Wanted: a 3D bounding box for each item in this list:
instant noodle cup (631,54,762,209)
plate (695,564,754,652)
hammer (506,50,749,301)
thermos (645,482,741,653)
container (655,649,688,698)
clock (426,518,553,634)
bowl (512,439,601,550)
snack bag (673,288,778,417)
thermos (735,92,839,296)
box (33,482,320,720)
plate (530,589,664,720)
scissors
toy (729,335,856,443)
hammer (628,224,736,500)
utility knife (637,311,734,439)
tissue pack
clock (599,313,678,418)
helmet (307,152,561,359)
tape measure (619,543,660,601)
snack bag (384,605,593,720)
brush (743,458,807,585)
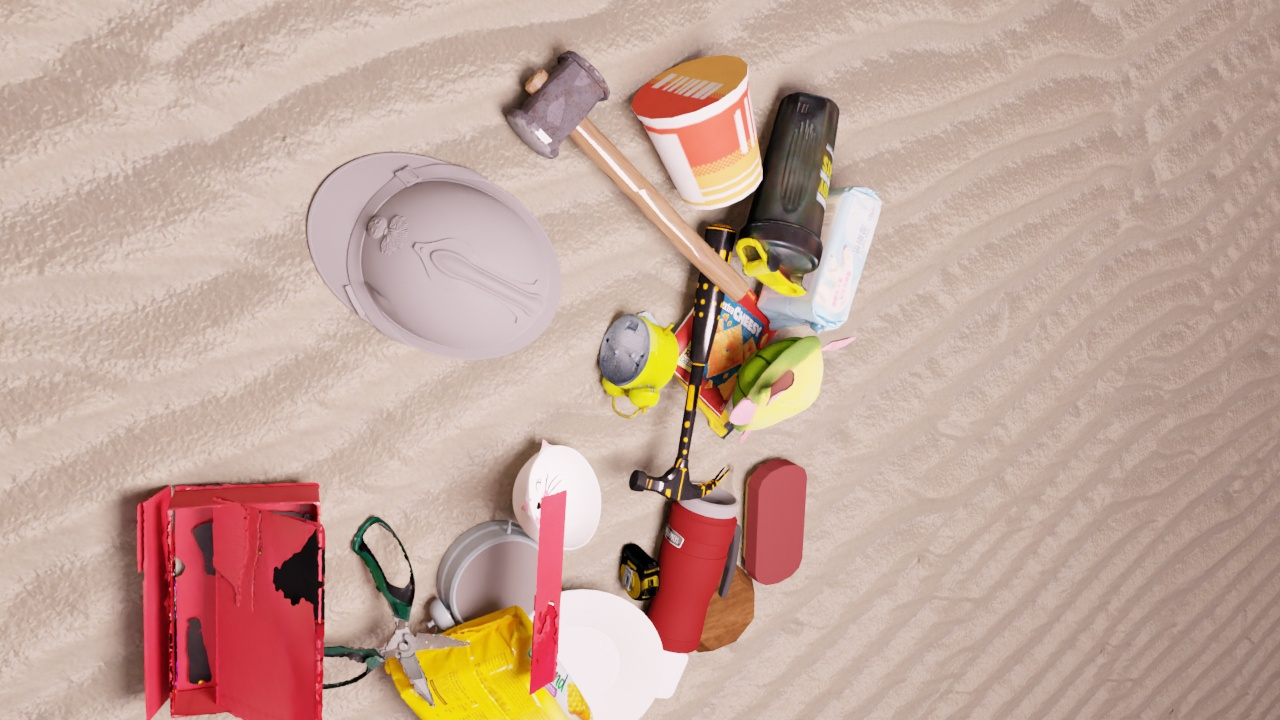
[{"bbox_3d":[0.070,-0.238,0.977,0.123,0.123,0.121,-39,130,-17],"label":"instant noodle cup"},{"bbox_3d":[0.109,0.338,1.240,0.131,0.025,0.131,-11,111,-30],"label":"plate"},{"bbox_3d":[0.003,-0.173,0.960,0.328,0.052,0.098,43,81,-25],"label":"hammer"},{"bbox_3d":[0.072,0.260,1.153,0.108,0.084,0.199,8,103,-27],"label":"thermos"},{"bbox_3d":[0.001,0.387,1.172,0.129,0.049,0.081,21,93,-36],"label":"container"},{"bbox_3d":[-0.169,0.254,1.023,0.122,0.045,0.159,38,83,-34],"label":"clock"},{"bbox_3d":[-0.100,0.154,1.015,0.114,0.051,0.114,23,59,-46],"label":"bowl"},{"bbox_3d":[0.097,-0.024,1.107,0.131,0.039,0.144,44,74,-34],"label":"snack bag"},{"bbox_3d":[0.170,-0.191,1.041,0.098,0.098,0.220,24,74,-36],"label":"thermos"},{"bbox_3d":[-0.473,0.236,0.727,0.477,0.171,0.214,-11,110,-58],"label":"box"},{"bbox_3d":[-0.076,0.367,1.100,0.208,0.015,0.209,-2,104,-8],"label":"plate"},{"bbox_3d":[-0.286,0.277,0.937,0.204,0.015,0.201,-25,86,-3],"label":"scissors"},{"bbox_3d":[0.163,0.024,1.069,0.190,0.087,0.237,-50,169,23],"label":"toy"},{"bbox_3d":[0.069,0.004,1.053,0.123,0.036,0.320,9,93,-28],"label":"hammer"},{"bbox_3d":[0.056,0.020,1.113,0.030,0.019,0.225,-51,122,-19],"label":"utility knife"},{"bbox_3d":[0.212,-0.117,1.093,0.070,0.112,0.182,20,85,-31],"label":"tissue pack"},{"bbox_3d":[-0.006,0.006,1.025,0.057,0.083,0.119,17,94,-41],"label":"clock"},{"bbox_3d":[-0.169,-0.086,0.866,0.271,0.118,0.183,26,90,-34],"label":"helmet"},{"bbox_3d":[-0.003,0.263,1.121,0.034,0.062,0.061,-9,109,-27],"label":"tape measure"},{"bbox_3d":[-0.161,0.378,1.014,0.160,0.068,0.247,-22,124,4],"label":"snack bag"},{"bbox_3d":[0.176,0.214,1.234,0.082,0.042,0.173,-11,111,-30],"label":"brush"}]
